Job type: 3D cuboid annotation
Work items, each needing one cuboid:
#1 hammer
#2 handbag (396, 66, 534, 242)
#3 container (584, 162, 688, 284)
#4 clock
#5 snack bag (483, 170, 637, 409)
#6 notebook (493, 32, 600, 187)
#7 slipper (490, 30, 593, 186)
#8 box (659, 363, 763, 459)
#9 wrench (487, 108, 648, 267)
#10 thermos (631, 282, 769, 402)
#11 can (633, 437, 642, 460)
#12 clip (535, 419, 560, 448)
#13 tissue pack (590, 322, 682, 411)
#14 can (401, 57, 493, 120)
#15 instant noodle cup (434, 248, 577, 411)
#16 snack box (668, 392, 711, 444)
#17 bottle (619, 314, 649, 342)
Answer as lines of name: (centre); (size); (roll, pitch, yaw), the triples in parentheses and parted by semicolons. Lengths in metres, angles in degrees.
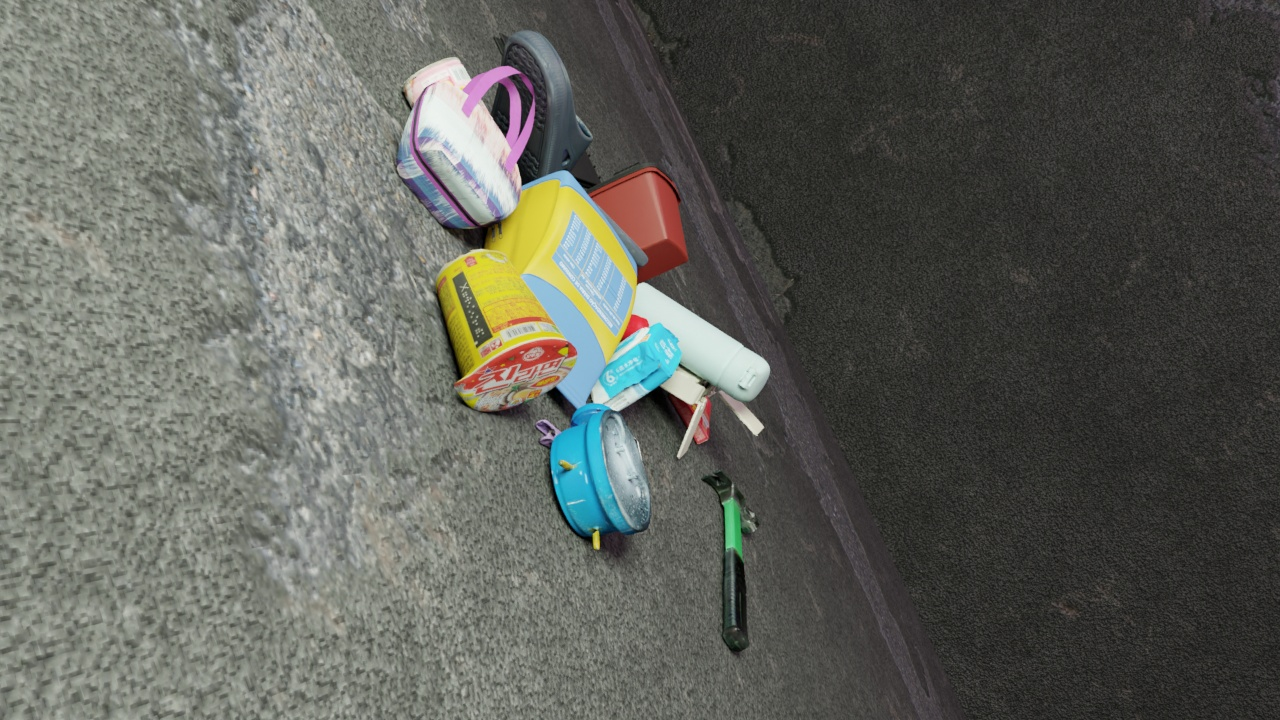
hammer: (0.122, 0.258, 1.206); (0.130, 0.032, 0.318); (59, 16, -20)
handbag: (-0.149, -0.213, 0.873); (0.144, 0.068, 0.169); (52, 46, -36)
container: (-0.020, -0.215, 1.278); (0.127, 0.148, 0.200); (35, 37, -62)
clock: (-0.033, 0.103, 0.865); (0.161, 0.060, 0.117); (-62, 132, -73)
snack bag: (-0.086, -0.067, 0.941); (0.159, 0.102, 0.204); (51, 33, -39)
notebook: (-0.136, -0.375, 1.406); (0.231, 0.019, 0.169); (65, 16, 3)
slipper: (-0.105, -0.271, 1.016); (0.110, 0.083, 0.269); (52, -21, 11)
box: (0.066, 0.059, 1.244); (0.186, 0.101, 0.144); (48, 17, 8)
wrench: (-0.091, -0.217, 1.158); (0.273, 0.022, 0.073); (43, -7, -11)
thermos: (0.071, -0.022, 1.200); (0.207, 0.065, 0.078); (34, 1, 13)
can: (-0.011, 0.122, 0.982); (0.031, 0.032, 0.080); (47, 23, -47)
clip: (-0.083, 0.072, 0.866); (0.052, 0.013, 0.036); (41, 28, -60)
tissue pack: (-0.006, 0.006, 1.075); (0.061, 0.093, 0.144); (55, 16, -5)
can: (-0.193, -0.255, 0.926); (0.076, 0.067, 0.067); (61, 16, -7)
instant noodle cup: (-0.120, -0.030, 0.771); (0.112, 0.100, 0.100); (62, 13, 25)
snack box: (0.077, 0.060, 1.393); (0.089, 0.021, 0.132); (59, 16, -15)
bottle: (-0.040, -0.050, 1.129); (0.141, 0.042, 0.042); (22, 43, -50)
